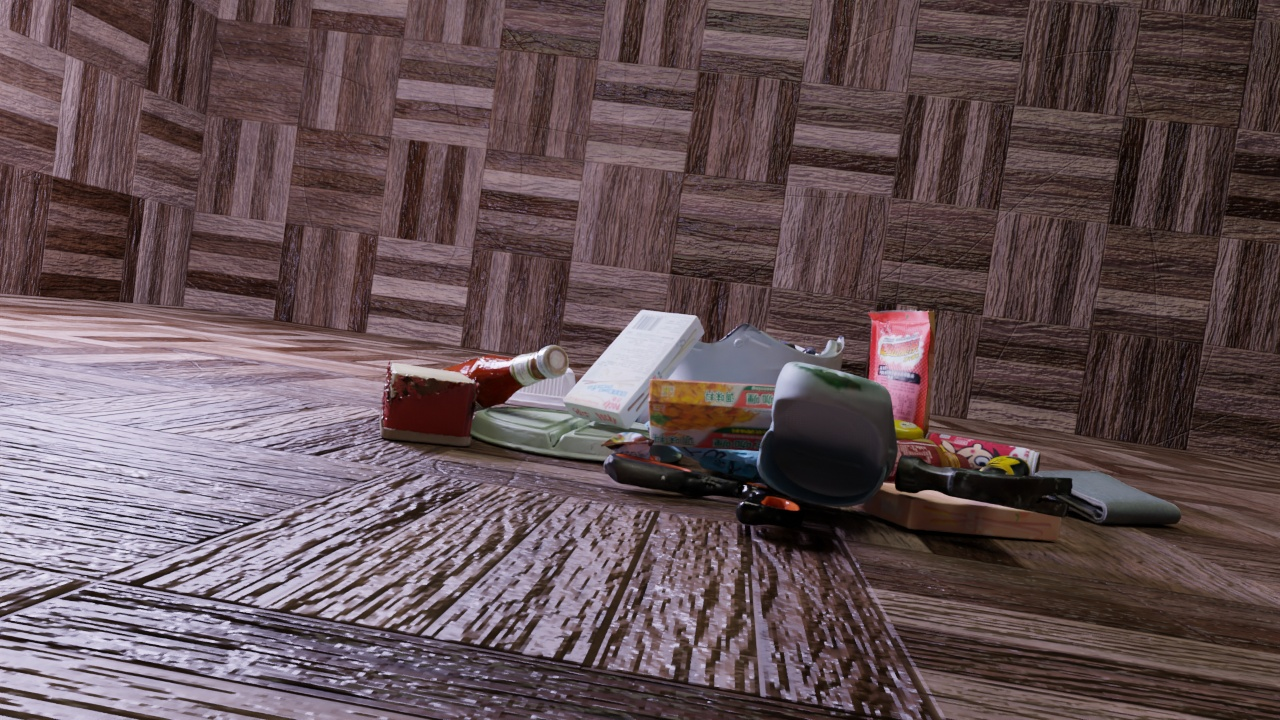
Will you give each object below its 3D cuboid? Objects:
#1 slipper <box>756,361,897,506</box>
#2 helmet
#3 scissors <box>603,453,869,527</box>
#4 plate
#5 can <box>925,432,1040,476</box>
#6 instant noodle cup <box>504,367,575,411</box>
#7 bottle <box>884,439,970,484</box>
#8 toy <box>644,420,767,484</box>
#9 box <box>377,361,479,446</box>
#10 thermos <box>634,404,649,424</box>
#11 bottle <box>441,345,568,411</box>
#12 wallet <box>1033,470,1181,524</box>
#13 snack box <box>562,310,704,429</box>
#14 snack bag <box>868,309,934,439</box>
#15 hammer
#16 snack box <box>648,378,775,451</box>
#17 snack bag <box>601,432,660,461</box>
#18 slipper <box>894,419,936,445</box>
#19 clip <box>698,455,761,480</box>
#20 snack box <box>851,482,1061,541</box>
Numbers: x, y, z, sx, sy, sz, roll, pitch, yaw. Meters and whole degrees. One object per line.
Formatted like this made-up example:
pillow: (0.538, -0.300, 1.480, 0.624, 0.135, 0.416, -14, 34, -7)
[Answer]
slipper: (0.139, 0.071, 0.694, 0.104, 0.074, 0.245, 16, -18, 16)
helmet: (0.117, 0.039, 1.118, 0.259, 0.146, 0.228, -1, -5, 44)
scissors: (0.078, 0.109, 0.744, 0.221, 0.021, 0.230, 12, -1, 10)
plate: (-0.068, 0.077, 0.978, 0.230, 0.027, 0.230, 8, 1, 0)
can: (0.422, 0.126, 1.140, 0.133, 0.053, 0.053, 9, 2, 29)
instant noodle cup: (-0.157, 0.036, 1.405, 0.138, 0.060, 0.173, 8, 0, -7)
bottle: (0.254, 0.107, 0.932, 0.174, 0.057, 0.057, 8, 2, -21)
toy: (0.093, 0.089, 0.888, 0.156, 0.050, 0.162, 16, -3, -28)
box: (-0.215, 0.033, 0.919, 0.091, 0.077, 0.168, 8, 1, -17)
thermos: (0.068, 0.069, 1.257, 0.224, 0.073, 0.073, 7, 2, -2)
bottle: (-0.158, 0.020, 1.010, 0.207, 0.059, 0.059, -16, -15, 43)
wallet: (0.498, 0.151, 0.995, 0.129, 0.037, 0.106, 6, 13, -29)
snack box: (-0.006, 0.006, 0.999, 0.085, 0.156, 0.027, 10, -41, 41)
snack bag: (0.342, 0.036, 1.218, 0.073, 0.208, 0.129, 2, 3, -22)
hammer: (0.329, 0.107, 0.840, 0.126, 0.032, 0.322, 8, 0, 27)
snack box: (0.085, 0.050, 0.808, 0.156, 0.027, 0.077, 3, -34, 4)
snack bag: (-0.007, 0.082, 0.819, 0.048, 0.026, 0.104, -3, -18, 6)
slipper: (0.273, 0.095, 1.112, 0.091, 0.081, 0.191, 3, 2, -44)
clip: (0.079, 0.093, 0.803, 0.057, 0.014, 0.046, 11, -5, 25)
snack box: (0.271, 0.129, 0.791, 0.157, 0.026, 0.084, 8, 1, -20)
